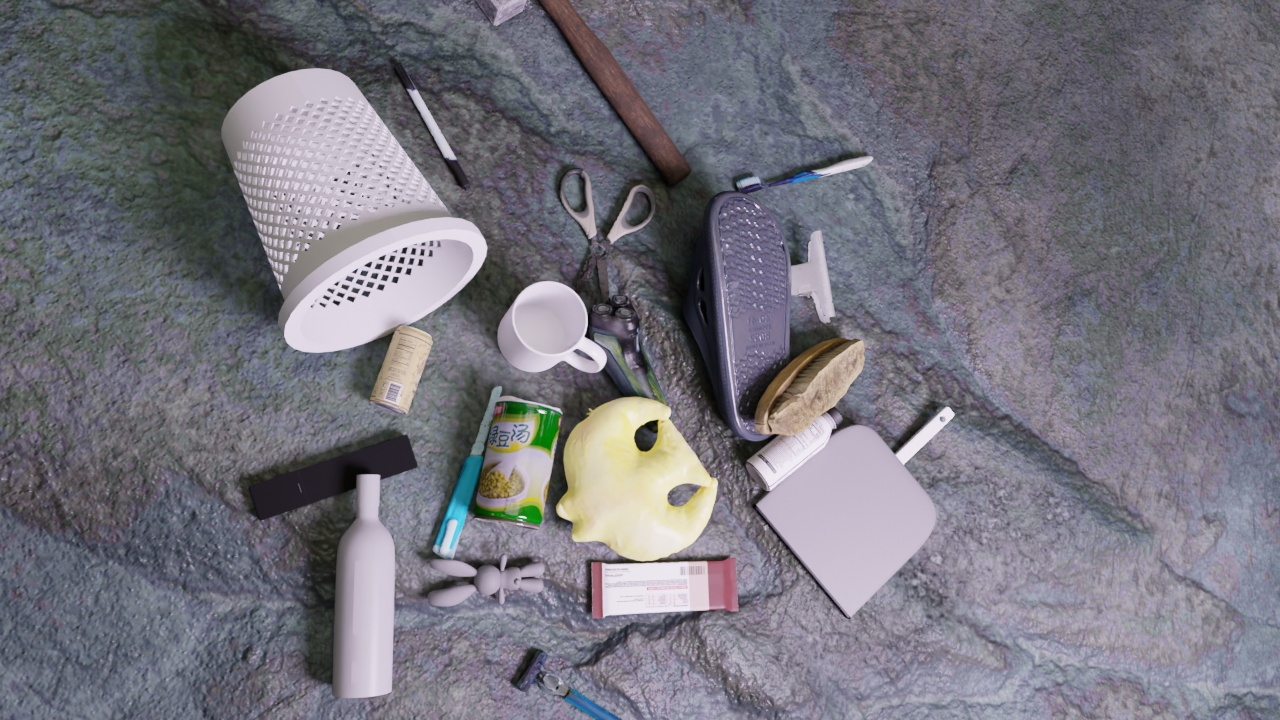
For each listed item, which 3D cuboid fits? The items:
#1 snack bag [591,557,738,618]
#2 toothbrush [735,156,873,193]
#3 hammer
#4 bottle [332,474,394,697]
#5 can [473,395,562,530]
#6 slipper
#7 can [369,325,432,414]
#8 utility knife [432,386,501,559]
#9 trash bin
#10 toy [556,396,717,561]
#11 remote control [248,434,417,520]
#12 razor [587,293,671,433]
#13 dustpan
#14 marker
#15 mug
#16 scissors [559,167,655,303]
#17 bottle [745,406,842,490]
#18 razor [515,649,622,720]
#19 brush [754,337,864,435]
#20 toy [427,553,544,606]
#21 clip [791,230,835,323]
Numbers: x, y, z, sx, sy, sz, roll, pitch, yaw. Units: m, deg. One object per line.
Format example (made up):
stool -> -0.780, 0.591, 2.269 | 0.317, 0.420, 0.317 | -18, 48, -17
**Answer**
snack bag -> 0.026, 0.234, 0.946 | 0.157, 0.013, 0.057 | 1, 77, -17
toothbrush -> 0.196, -0.222, 1.084 | 0.188, 0.016, 0.017 | -16, 75, -19
hammer -> -0.012, -0.345, 1.031 | 0.217, 0.037, 0.300 | -37, 93, -20
bottle -> -0.253, 0.203, 0.843 | 0.052, 0.053, 0.195 | 2, 79, -17
can -> -0.119, 0.100, 0.896 | 0.067, 0.067, 0.120 | 13, 76, -15
slipper -> 0.103, -0.048, 0.996 | 0.110, 0.083, 0.268 | -12, 101, -34
can -> -0.232, 0.009, 0.893 | 0.038, 0.038, 0.079 | 20, 75, -13
utility knife -> -0.165, 0.109, 0.907 | 0.022, 0.015, 0.178 | 22, 75, -13
trash bin -> -0.276, -0.144, 0.842 | 0.195, 0.196, 0.199 | -27, 79, -20
toy -> -0.012, 0.123, 0.924 | 0.154, 0.065, 0.170 | -32, 86, -9
remote control -> -0.289, 0.110, 0.870 | 0.149, 0.013, 0.034 | -18, 90, -20
razor -> -0.006, 0.006, 0.953 | 0.053, 0.067, 0.151 | -30, 98, -32
dustpan -> 0.267, 0.139, 1.032 | 0.257, 0.033, 0.163 | -41, 93, -11
marker -> -0.218, -0.244, 0.960 | 0.011, 0.011, 0.152 | -29, 89, -20
mug -> -0.084, -0.022, 0.918 | 0.110, 0.091, 0.073 | 32, 72, -9
scissors -> -0.039, -0.138, 0.994 | 0.165, 0.013, 0.157 | -32, 88, -20
bottle -> 0.170, 0.091, 0.994 | 0.116, 0.041, 0.041 | -37, 92, -11
razor -> -0.052, 0.338, 0.898 | 0.144, 0.022, 0.042 | 35, 73, -9
brush -> 0.186, 0.026, 0.989 | 0.194, 0.043, 0.059 | -34, 119, -41
toy -> -0.148, 0.212, 0.887 | 0.111, 0.030, 0.049 | 2, 94, -22
clip -> 0.196, -0.093, 1.054 | 0.057, 0.052, 0.102 | 2, 77, -46
